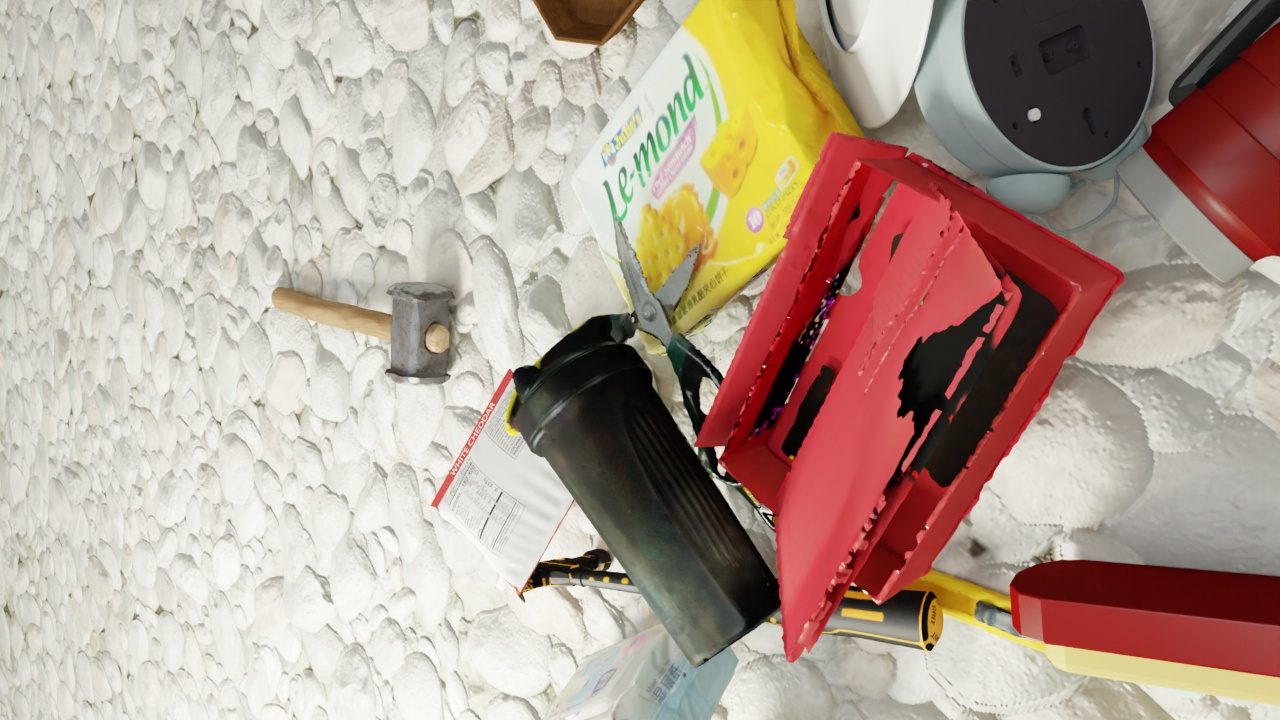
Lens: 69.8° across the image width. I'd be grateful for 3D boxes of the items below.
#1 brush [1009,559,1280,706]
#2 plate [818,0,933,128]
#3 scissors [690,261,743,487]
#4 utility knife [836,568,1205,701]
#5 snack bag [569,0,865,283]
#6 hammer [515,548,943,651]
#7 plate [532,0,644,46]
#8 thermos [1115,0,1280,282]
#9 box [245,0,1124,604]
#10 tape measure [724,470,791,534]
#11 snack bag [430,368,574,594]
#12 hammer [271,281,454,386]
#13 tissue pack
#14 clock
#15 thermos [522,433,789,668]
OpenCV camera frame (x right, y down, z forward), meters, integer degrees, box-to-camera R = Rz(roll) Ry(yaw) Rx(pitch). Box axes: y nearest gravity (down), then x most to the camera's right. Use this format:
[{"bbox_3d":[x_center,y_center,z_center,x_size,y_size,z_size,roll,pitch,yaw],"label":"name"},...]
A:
[{"bbox_3d":[0.277,0.135,0.456,0.174,0.082,0.042,-4,92,40],"label":"brush"},{"bbox_3d":[0.118,-0.234,0.501,0.015,0.208,0.208,-6,90,-2],"label":"plate"},{"bbox_3d":[-0.004,0.004,0.646,0.205,0.015,0.201,-19,92,47],"label":"scissors"},{"bbox_3d":[0.218,0.152,0.555,0.225,0.019,0.030,13,112,36],"label":"utility knife"},{"bbox_3d":[0.050,-0.121,0.608,0.248,0.068,0.159,-40,66,51],"label":"snack bag"},{"bbox_3d":[0.048,0.164,0.643,0.321,0.123,0.036,-2,89,35],"label":"hammer"},{"bbox_3d":[-0.033,-0.309,0.711,0.131,0.025,0.131,5,97,40],"label":"plate"},{"bbox_3d":[0.314,-0.135,0.403,0.199,0.083,0.108,-45,48,32],"label":"thermos"},{"bbox_3d":[-0.017,-0.057,0.509,0.478,0.170,0.215,21,120,-1],"label":"box"},{"bbox_3d":[0.095,0.081,0.637,0.061,0.034,0.061,46,119,26],"label":"tape measure"},{"bbox_3d":[-0.100,0.086,0.705,0.144,0.039,0.131,29,89,46],"label":"snack bag"},{"bbox_3d":[-0.302,-0.044,0.957,0.329,0.052,0.098,12,102,42],"label":"hammer"},{"bbox_3d":[-0.015,0.259,0.678,0.070,0.111,0.182,46,137,-5],"label":"tissue pack"},{"bbox_3d":[0.204,-0.142,0.470,0.159,0.122,0.045,67,162,-10],"label":"clock"},{"bbox_3d":[0.000,0.081,0.585,0.098,0.098,0.220,-47,69,33],"label":"thermos"}]
